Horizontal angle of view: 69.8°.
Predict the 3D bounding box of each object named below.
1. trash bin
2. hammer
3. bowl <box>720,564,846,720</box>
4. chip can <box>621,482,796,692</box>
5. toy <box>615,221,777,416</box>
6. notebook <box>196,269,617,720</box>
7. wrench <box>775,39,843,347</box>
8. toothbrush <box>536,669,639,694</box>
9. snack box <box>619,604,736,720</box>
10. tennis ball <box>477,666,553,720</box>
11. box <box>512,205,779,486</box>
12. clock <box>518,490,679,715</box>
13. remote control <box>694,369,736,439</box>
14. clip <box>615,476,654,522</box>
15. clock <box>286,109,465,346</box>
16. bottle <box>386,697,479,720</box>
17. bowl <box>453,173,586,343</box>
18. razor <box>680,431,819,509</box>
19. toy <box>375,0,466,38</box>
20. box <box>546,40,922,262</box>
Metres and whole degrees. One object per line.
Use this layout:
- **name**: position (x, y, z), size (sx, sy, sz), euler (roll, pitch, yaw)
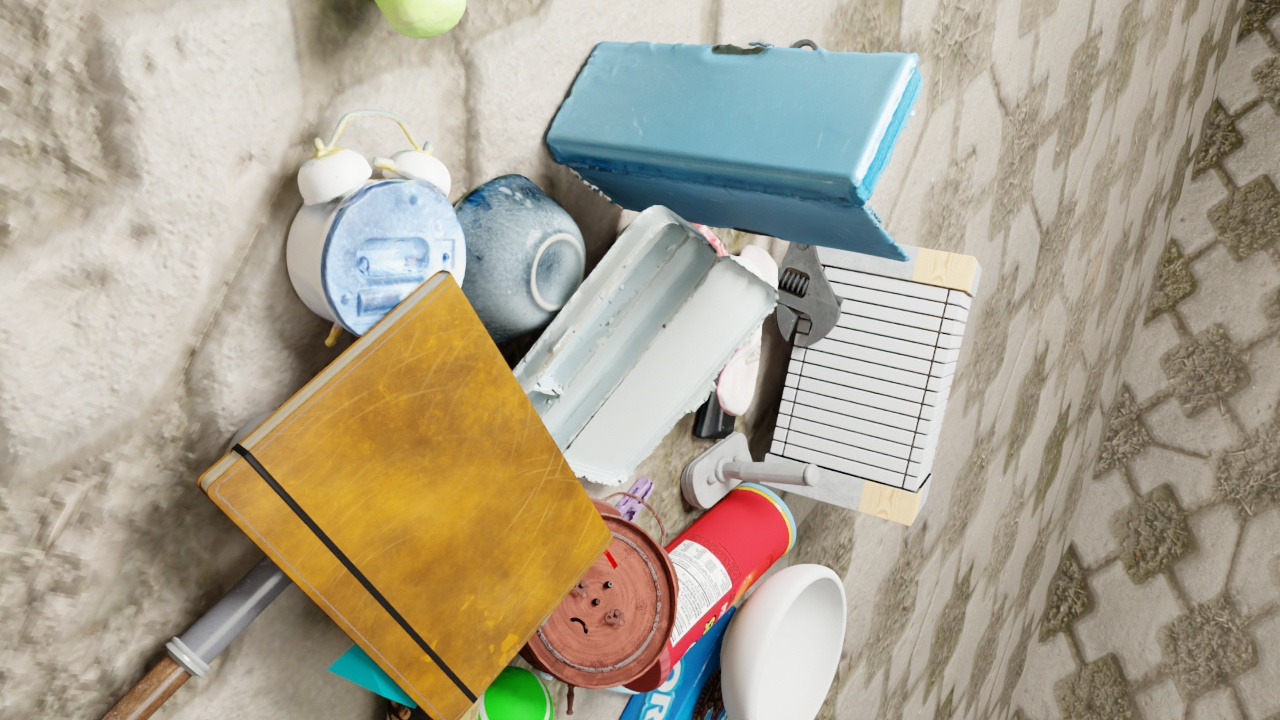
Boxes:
- **trash bin**: position (0.229, 0.013, 0.902), size (0.142, 0.142, 0.247), euler (-3, 106, -67)
- **hammer**: position (-0.255, 0.177, 0.453), size (0.321, 0.043, 0.156), euler (-48, 136, -28)
- **bowl**: position (0.124, 0.270, 0.858), size (0.176, 0.066, 0.177), euler (-20, 116, -48)
- **chip can**: position (0.049, 0.193, 0.810), size (0.212, 0.087, 0.087), euler (-31, 126, -44)
- **toy**: position (0.055, -0.052, 0.734), size (0.194, 0.084, 0.159), euler (30, 64, -49)
- **notebook**: position (-0.115, 0.100, 0.527), size (0.178, 0.014, 0.249), euler (-47, 131, -25)
- **wrench**: position (0.148, -0.148, 0.830), size (0.018, 0.073, 0.273), euler (-22, 113, -67)
- **toothbrush**: position (-0.040, 0.271, 0.782), size (0.155, 0.016, 0.022), euler (38, 34, -51)
- **snack box**: position (0.049, 0.371, 0.901), size (0.238, 0.056, 0.195), euler (-59, 140, -21)
- **tennis ball**: position (-0.096, 0.255, 0.662), size (0.065, 0.065, 0.065), euler (-23, 120, -46)
- **box**: position (-0.007, 0.001, 0.645), size (0.210, 0.045, 0.191), euler (-51, 146, 14)
- **clock**: position (-0.033, 0.163, 0.667), size (0.120, 0.072, 0.157), euler (42, 61, -7)
- **remote control**: position (0.084, 0.000, 0.836), size (0.047, 0.022, 0.150), euler (6, 97, -54)
- **clip**: position (-0.010, 0.120, 0.768), size (0.043, 0.014, 0.051), euler (21, 89, -51)
- **clock**: position (-0.141, -0.070, 0.494), size (0.088, 0.052, 0.125), euler (-11, 112, -50)
- **bottle**: position (-0.140, 0.260, 0.611), size (0.059, 0.060, 0.166), euler (-8, 109, -51)
- **bowl**: position (-0.071, -0.061, 0.585), size (0.110, 0.055, 0.110), euler (-24, 122, -46)
- **razor**: position (0.108, 0.101, 0.827), size (0.088, 0.116, 0.047), euler (-30, 110, -43)
- **toy**: position (-0.122, -0.256, 0.418), size (0.150, 0.107, 0.197), euler (-38, 125, -8)
- **box**: position (0.065, -0.132, 0.587), size (0.111, 0.232, 0.094), euler (41, 70, -52)
